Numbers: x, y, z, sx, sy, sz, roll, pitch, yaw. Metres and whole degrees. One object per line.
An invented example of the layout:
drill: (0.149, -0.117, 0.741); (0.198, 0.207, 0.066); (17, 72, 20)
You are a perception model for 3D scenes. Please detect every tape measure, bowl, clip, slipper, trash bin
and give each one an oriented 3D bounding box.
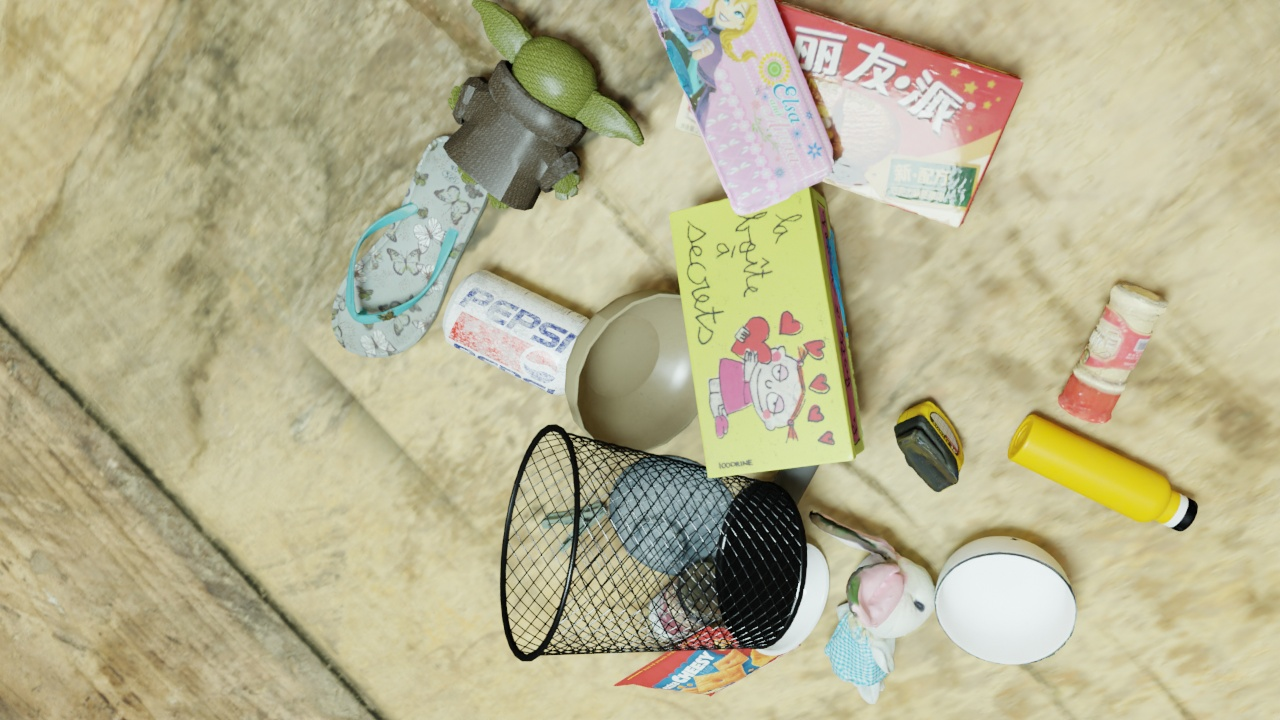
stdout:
tape measure: (0.243, 0.071, 0.779); (0.037, 0.064, 0.065); (-33, 106, 34)
bowl: (-0.005, 0.005, 0.812); (0.050, 0.152, 0.152); (35, 127, 49)
bowl: (0.126, 0.219, 0.872); (0.041, 0.109, 0.110); (17, 122, 53)
clip: (-0.064, 0.167, 0.948); (0.076, 0.023, 0.059); (-30, 100, 29)
slipper: (-0.225, -0.093, 0.884); (0.098, 0.054, 0.269); (39, 117, -2)
bowl: (0.318, 0.202, 0.805); (0.113, 0.063, 0.113); (7, 113, 17)
bowl: (0.025, 0.166, 0.896); (0.137, 0.057, 0.137); (7, 113, 17)
trash bin: (0.011, 0.159, 0.765); (0.210, 0.184, 0.184); (11, 119, -22)

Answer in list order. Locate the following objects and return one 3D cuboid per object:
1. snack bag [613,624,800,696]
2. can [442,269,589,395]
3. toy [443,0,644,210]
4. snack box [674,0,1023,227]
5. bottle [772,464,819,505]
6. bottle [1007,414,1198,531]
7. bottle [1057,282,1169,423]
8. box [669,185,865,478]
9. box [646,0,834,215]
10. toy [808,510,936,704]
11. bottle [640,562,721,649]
snack bag: (0.068, 0.300, 0.915); (0.144, 0.039, 0.131); (24, 127, -40)
can: (-0.109, -0.024, 0.855); (0.136, 0.078, 0.078); (25, 117, 8)
toy: (-0.098, -0.201, 0.781); (0.179, 0.078, 0.153); (40, 110, 0)
snack box: (0.155, -0.197, 0.704); (0.236, 0.060, 0.113); (22, 114, 10)
bottle: (0.147, 0.095, 0.840); (0.030, 0.030, 0.113); (26, 117, 8)
bottle: (0.379, 0.095, 0.752); (0.144, 0.043, 0.043); (26, 117, 8)
bottle: (0.368, -0.005, 0.718); (0.044, 0.044, 0.109); (19, 115, 11)
box: (0.103, -0.023, 0.744); (0.125, 0.080, 0.221); (-8, 89, 22)
box: (0.064, -0.226, 0.671); (0.085, 0.053, 0.230); (-23, 99, 7)
toy: (0.223, 0.238, 0.841); (0.105, 0.131, 0.206); (-11, 121, 0)
bottle: (0.045, 0.243, 0.902); (0.056, 0.056, 0.105); (39, 139, 1)
